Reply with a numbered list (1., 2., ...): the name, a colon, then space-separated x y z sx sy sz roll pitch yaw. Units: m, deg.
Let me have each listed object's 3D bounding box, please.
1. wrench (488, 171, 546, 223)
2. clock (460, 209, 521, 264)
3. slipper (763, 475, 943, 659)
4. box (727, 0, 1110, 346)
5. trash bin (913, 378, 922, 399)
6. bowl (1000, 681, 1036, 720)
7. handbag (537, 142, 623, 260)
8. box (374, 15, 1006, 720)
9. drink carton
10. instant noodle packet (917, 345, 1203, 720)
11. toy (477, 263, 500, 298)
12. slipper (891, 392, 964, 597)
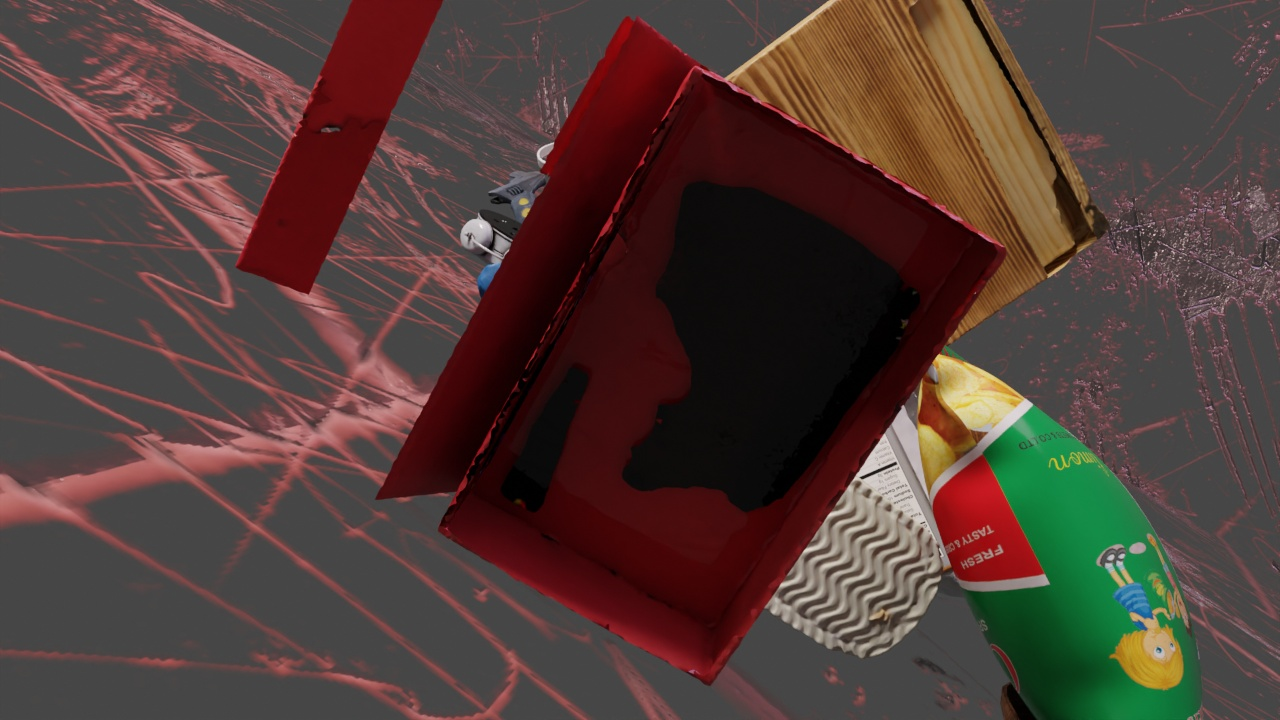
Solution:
1. wrench: -0.131 -0.173 1.069 0.073 0.022 0.273 -16 31 -7
2. clock: -0.119 -0.103 0.857 0.094 0.035 0.122 32 14 8
3. slipper: 0.039 0.047 0.486 0.263 0.115 0.052 39 1 8
4. box: 0.169 -0.146 0.777 0.279 0.335 0.285 55 22 -15
5. trash bin: 0.273 0.078 0.856 0.114 0.114 0.228 35 14 18
6. bowl: 0.222 0.207 0.457 0.114 0.026 0.102 23 15 -32
7. handbag: -0.001 -0.156 0.945 0.216 0.096 0.222 54 32 -17
8. box: 0.012 0.010 0.325 0.165 0.214 0.153 30 13 -5
9. drink carton: 0.129 0.075 0.536 0.124 0.076 0.048 68 15 19
10. instant noodle packet: 0.213 0.106 0.459 0.195 0.090 0.252 17 48 -58
11. toy: -0.030 -0.017 0.632 0.176 0.071 0.113 14 4 -18
12. slipper: 0.161 0.056 0.632 0.112 0.075 0.247 -36 90 -43
